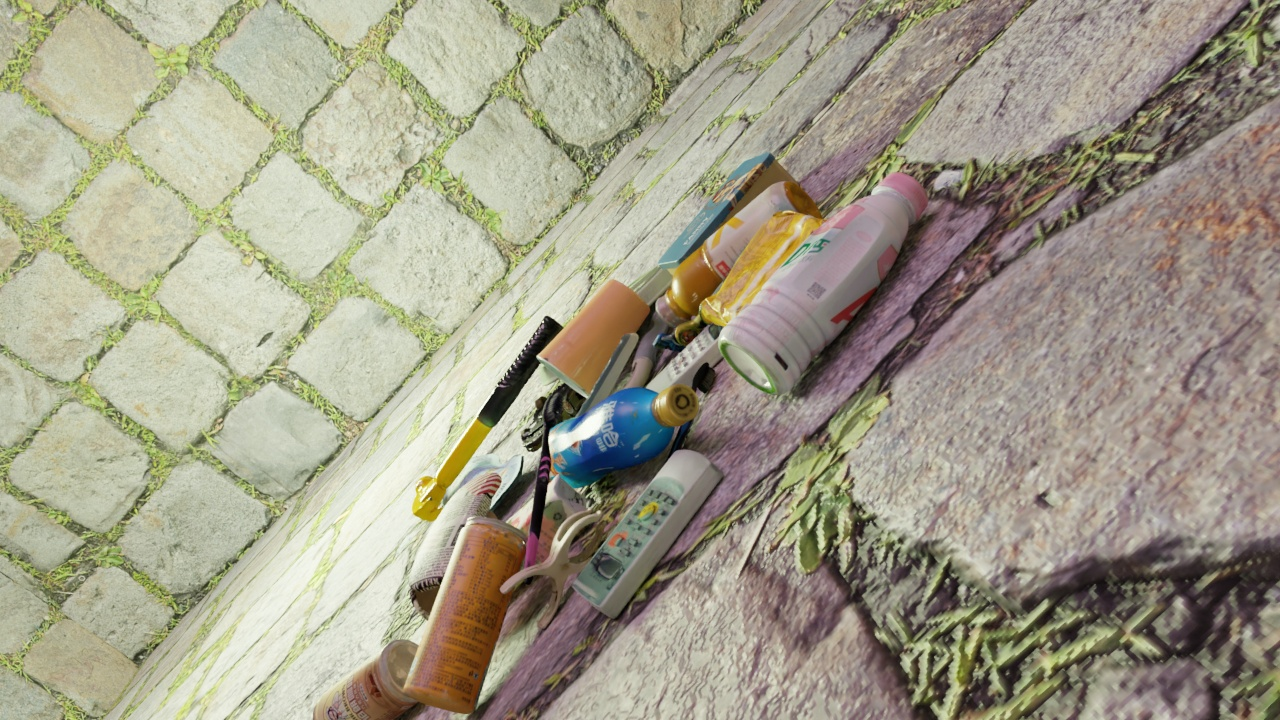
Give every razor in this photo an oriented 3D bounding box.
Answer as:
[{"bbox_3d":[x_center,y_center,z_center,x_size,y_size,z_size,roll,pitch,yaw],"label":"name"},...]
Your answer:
[{"bbox_3d":[0.069,-0.054,0.890,0.143,0.042,0.022,-51,45,30],"label":"razor"}]

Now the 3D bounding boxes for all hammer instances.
[{"bbox_3d":[-0.191,0.074,1.133,0.301,0.033,0.129,-54,19,5],"label":"hammer"}]

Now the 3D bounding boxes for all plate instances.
[{"bbox_3d":[-0.044,-0.050,1.172,0.230,0.027,0.230,-39,7,5],"label":"plate"}]

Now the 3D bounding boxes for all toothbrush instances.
[{"bbox_3d":[-0.084,0.105,0.794,0.018,0.014,0.188,-35,38,39],"label":"toothbrush"},{"bbox_3d":[0.035,0.066,0.768,0.014,0.016,0.189,-29,26,39],"label":"toothbrush"}]

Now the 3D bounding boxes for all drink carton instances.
[{"bbox_3d":[-0.102,0.164,0.825,0.122,0.045,0.053,-44,14,9],"label":"drink carton"}]

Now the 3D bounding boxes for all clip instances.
[{"bbox_3d":[-0.063,0.161,0.735,0.100,0.072,0.035,-48,15,-14],"label":"clip"}]

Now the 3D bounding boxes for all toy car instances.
[{"bbox_3d":[-0.097,0.062,1.072,0.070,0.042,0.157,-38,12,20],"label":"toy car"}]

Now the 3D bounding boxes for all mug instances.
[{"bbox_3d":[-0.048,-0.026,1.026,0.122,0.078,0.078,-51,15,-9],"label":"mug"}]

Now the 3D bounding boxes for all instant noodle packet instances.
[{"bbox_3d":[0.117,-0.069,0.792,0.128,0.044,0.111,-51,31,-5],"label":"instant noodle packet"}]

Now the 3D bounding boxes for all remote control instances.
[{"bbox_3d":[0.062,-0.012,0.869,0.150,0.021,0.058,-45,15,10],"label":"remote control"},{"bbox_3d":[0.005,0.123,0.673,0.135,0.019,0.056,-51,23,-13],"label":"remote control"}]

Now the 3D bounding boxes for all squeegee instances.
[{"bbox_3d":[-0.006,0.006,0.981,0.247,0.039,0.245,-58,-2,39],"label":"squeegee"}]

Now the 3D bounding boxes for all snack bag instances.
[{"bbox_3d":[-0.192,0.157,1.107,0.110,0.039,0.191,-48,16,-18],"label":"snack bag"}]

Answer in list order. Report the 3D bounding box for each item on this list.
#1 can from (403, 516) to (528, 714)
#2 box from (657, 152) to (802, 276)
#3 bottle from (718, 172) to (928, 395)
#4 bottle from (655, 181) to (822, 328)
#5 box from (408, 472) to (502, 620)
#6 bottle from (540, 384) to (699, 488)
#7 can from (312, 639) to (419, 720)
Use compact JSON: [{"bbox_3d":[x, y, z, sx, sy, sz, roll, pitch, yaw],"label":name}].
[{"bbox_3d":[-0.138,0.203,0.738,0.058,0.058,0.145,-28,39,51],"label":"can"},{"bbox_3d":[0.098,-0.150,1.045,0.184,0.062,0.090,-49,14,-12],"label":"box"},{"bbox_3d":[0.144,-0.063,0.696,0.196,0.068,0.068,-46,15,-12],"label":"bottle"},{"bbox_3d":[0.092,-0.099,0.915,0.190,0.068,0.067,-38,17,30],"label":"bottle"},{"bbox_3d":[-0.173,0.181,0.911,0.087,0.075,0.161,-46,11,33],"label":"box"},{"bbox_3d":[-0.018,0.063,0.790,0.065,0.065,0.219,-56,14,-30],"label":"bottle"},{"bbox_3d":[-0.242,0.303,0.832,0.116,0.058,0.058,-40,17,26],"label":"can"}]
